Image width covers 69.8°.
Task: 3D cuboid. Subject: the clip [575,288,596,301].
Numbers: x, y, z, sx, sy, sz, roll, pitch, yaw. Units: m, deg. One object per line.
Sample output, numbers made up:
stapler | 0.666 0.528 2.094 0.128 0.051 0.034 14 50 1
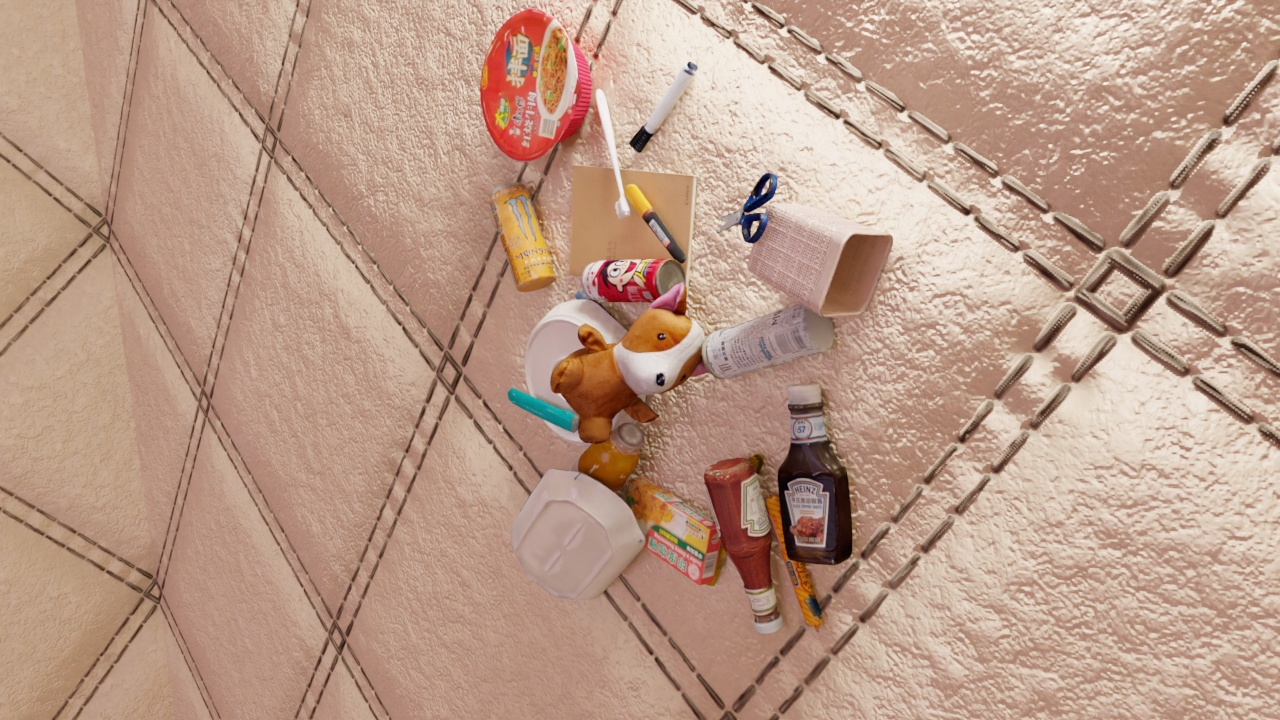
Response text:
clip | -0.063 -0.098 1.216 0.027 0.045 0.058 53 129 21

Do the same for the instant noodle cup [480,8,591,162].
instant noodle cup | -0.130 -0.360 1.218 0.194 0.065 0.194 7 100 43

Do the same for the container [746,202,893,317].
container | 0.181 -0.108 0.948 0.111 0.089 0.090 34 118 38

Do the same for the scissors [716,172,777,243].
scissors | 0.113 -0.167 0.994 0.173 0.012 0.125 -99 27 -62

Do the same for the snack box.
snack box | 0.037 0.212 1.159 0.156 0.027 0.077 25 112 45

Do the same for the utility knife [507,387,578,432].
utility knife | -0.131 0.066 1.245 0.151 0.012 0.029 21 115 39

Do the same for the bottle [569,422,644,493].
bottle | -0.051 0.145 1.197 0.068 0.067 0.190 58 139 20

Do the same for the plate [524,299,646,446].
plate | -0.083 0.023 1.226 0.205 0.045 0.205 16 115 39

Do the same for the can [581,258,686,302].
can | -0.010 -0.099 1.139 0.133 0.053 0.053 5 99 43

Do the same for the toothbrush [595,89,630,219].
toothbrush | -0.038 -0.263 1.165 0.016 0.016 0.180 -25 71 43

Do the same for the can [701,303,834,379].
can | 0.140 -0.021 1.018 0.147 0.058 0.058 -18 84 43

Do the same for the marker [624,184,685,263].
marker | 0.019 -0.168 1.126 0.124 0.015 0.018 56 132 17

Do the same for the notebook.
notebook | -0.014 -0.169 1.175 0.212 0.012 0.149 16 108 41

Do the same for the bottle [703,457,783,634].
bottle | 0.125 0.216 1.059 0.060 0.059 0.206 -8 101 43

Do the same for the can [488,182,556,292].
can | -0.166 -0.171 1.283 0.058 0.058 0.146 -27 78 42

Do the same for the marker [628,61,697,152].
marker | 0.027 -0.305 1.109 0.131 0.022 0.018 -51 56 36

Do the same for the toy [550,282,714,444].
toy | -0.006 0.006 1.085 0.140 0.199 0.130 61 -176 -27

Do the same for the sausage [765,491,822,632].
sausage | 0.175 0.228 1.046 0.022 0.021 0.165 -27 78 42

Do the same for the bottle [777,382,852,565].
bottle | 0.187 0.123 1.005 0.080 0.044 0.195 -4 92 43

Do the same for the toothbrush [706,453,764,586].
toothbrush | 0.110 0.194 1.105 0.016 0.016 0.190 34 118 34

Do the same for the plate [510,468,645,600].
plate | -0.096 0.245 1.228 0.162 0.034 0.267 38 137 3
